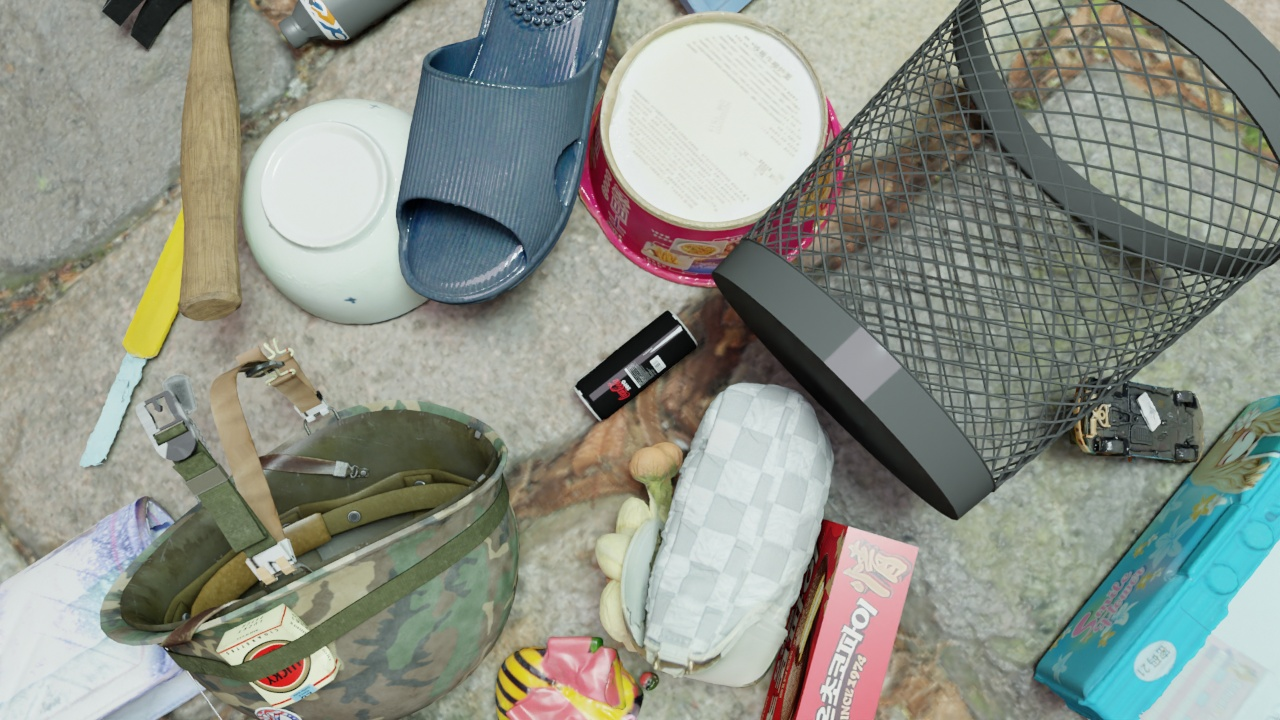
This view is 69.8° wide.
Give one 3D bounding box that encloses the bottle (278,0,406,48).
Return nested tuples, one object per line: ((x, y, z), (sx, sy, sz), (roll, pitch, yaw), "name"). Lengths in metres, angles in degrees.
((-0.199, -0.254, 0.634), (0.112, 0.047, 0.047), (-35, 82, -1), "bottle")

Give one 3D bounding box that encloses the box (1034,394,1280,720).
((0.350, 0.136, 0.520), (0.117, 0.097, 0.226), (40, 87, 10), "box")

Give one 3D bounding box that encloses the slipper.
((-0.076, -0.160, 0.533), (0.101, 0.082, 0.263), (17, 85, 9), "slipper")

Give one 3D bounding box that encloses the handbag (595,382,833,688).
((0.043, 0.096, 0.541), (0.123, 0.112, 0.171), (14, 75, 29), "handbag")

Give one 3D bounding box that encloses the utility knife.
((-0.334, -0.034, 0.630), (0.030, 0.019, 0.227), (18, 80, 12), "utility knife")

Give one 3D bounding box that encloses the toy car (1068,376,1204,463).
((0.293, 0.037, 0.561), (0.111, 0.047, 0.047), (8, 83, -24), "toy car")

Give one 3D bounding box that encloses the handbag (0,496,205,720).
((-0.355, 0.180, 0.584), (0.158, 0.069, 0.126), (-32, 67, -1), "handbag")

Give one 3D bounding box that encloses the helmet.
((-0.182, 0.093, 0.506), (0.224, 0.192, 0.236), (-8, 112, -10), "helmet")

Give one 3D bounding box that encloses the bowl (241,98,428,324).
((-0.194, -0.105, 0.602), (0.153, 0.073, 0.153), (-1, 81, 5), "bowl")

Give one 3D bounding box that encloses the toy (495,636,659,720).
((-0.042, 0.209, 0.566), (0.103, 0.046, 0.084), (5, 96, 9), "toy")

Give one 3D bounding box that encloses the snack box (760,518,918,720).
((0.104, 0.169, 0.514), (0.036, 0.132, 0.152), (16, 84, 6), "snack box")

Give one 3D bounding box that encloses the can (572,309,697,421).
((-0.004, 0.003, 0.594), (0.080, 0.031, 0.031), (-38, 82, -1), "can")

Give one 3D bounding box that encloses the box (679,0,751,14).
((0.086, -0.330, 0.623), (0.209, 0.047, 0.122), (-41, 83, -3), "box")

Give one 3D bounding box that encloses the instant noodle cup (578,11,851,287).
((0.046, -0.142, 0.586), (0.179, 0.078, 0.178), (-1, 83, 4), "instant noodle cup")

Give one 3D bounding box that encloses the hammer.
((-0.280, -0.163, 0.588), (0.132, 0.040, 0.305), (-18, 65, 12), "hammer")

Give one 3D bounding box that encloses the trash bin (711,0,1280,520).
((0.185, -0.060, 0.501), (0.227, 0.217, 0.218), (-44, 82, 2), "trash bin")
